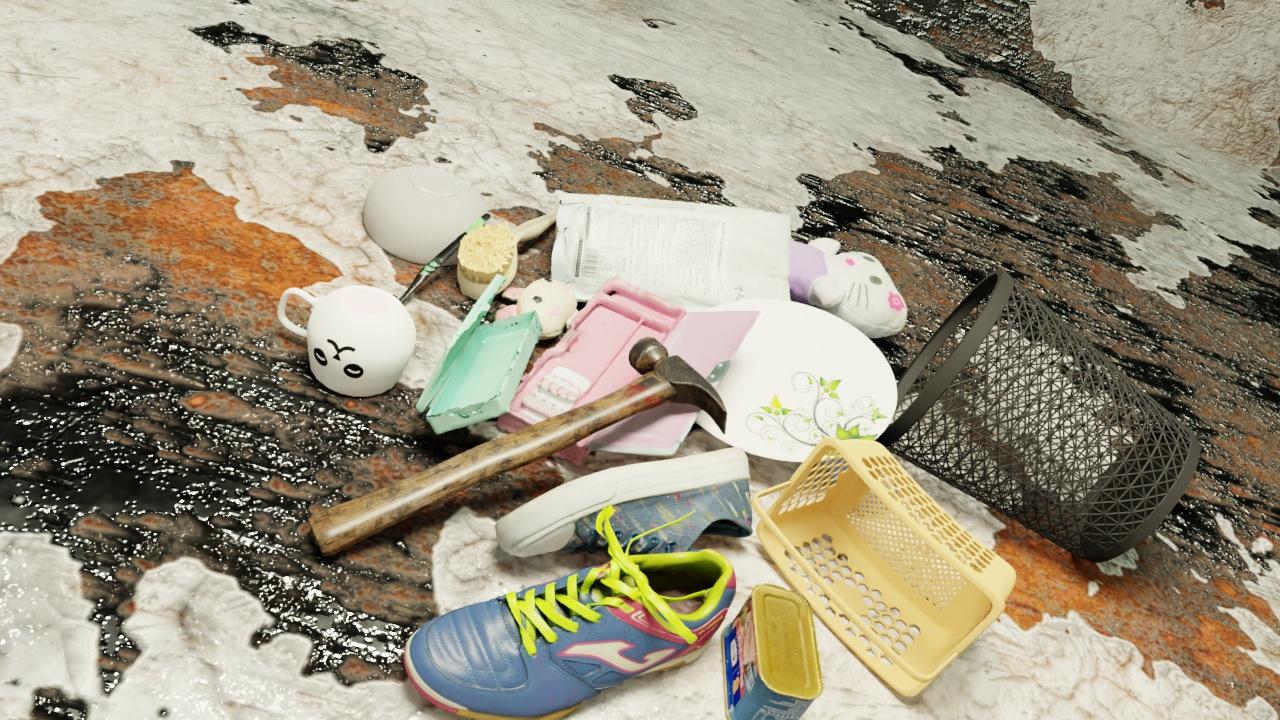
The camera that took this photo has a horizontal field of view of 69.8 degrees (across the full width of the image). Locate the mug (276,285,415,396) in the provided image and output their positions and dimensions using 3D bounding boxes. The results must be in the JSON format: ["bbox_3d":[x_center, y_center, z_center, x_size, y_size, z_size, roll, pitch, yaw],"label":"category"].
[{"bbox_3d":[-0.255,-0.027,0.789,0.124,0.076,0.090,24,35,1],"label":"mug"}]

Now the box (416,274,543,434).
[{"bbox_3d":[-0.146,-0.018,0.795,0.077,0.079,0.188,-17,22,13],"label":"box"}]

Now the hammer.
[{"bbox_3d":[-0.089,0.073,0.713,0.329,0.033,0.120,-23,41,-25],"label":"hammer"}]

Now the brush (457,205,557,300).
[{"bbox_3d":[-0.126,-0.141,1.026,0.062,0.078,0.271,35,31,2],"label":"brush"}]

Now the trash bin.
[{"bbox_3d":[0.399,0.065,0.931,0.243,0.218,0.216,36,37,7],"label":"trash bin"}]

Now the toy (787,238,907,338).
[{"bbox_3d":[0.222,-0.094,1.124,0.209,0.086,0.137,19,35,-15],"label":"toy"}]

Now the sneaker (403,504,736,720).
[{"bbox_3d":[-0.041,0.171,0.637,0.241,0.091,0.116,-4,46,-32],"label":"sneaker"}]

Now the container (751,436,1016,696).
[{"bbox_3d":[0.185,0.164,0.736,0.166,0.129,0.183,-8,48,-51],"label":"container"}]

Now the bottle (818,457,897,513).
[{"bbox_3d":[0.198,0.089,0.913,0.048,0.048,0.131,-7,45,-35],"label":"bottle"}]

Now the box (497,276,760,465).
[{"bbox_3d":[-0.004,0.012,0.861,0.180,0.055,0.232,15,40,22],"label":"box"}]

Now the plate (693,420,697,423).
[{"bbox_3d":[0.035,0.011,0.948,0.172,0.019,0.172,15,36,-11],"label":"plate"}]

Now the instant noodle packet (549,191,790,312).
[{"bbox_3d":[0.036,-0.114,1.024,0.269,0.057,0.146,7,70,-6],"label":"instant noodle packet"}]

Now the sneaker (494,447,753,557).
[{"bbox_3d":[0.001,0.128,0.732,0.235,0.088,0.079,-9,71,-33],"label":"sneaker"}]

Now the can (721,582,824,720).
[{"bbox_3d":[0.096,0.220,0.677,0.054,0.059,0.099,16,35,-10],"label":"can"}]

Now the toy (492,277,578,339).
[{"bbox_3d":[-0.094,-0.050,0.937,0.112,0.050,0.087,16,35,5],"label":"toy"}]

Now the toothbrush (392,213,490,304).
[{"bbox_3d":[-0.205,-0.099,0.921,0.014,0.017,0.187,25,51,14],"label":"toothbrush"}]

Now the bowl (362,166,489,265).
[{"bbox_3d":[-0.228,-0.166,0.993,0.131,0.065,0.131,15,36,-11],"label":"bowl"}]

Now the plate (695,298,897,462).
[{"bbox_3d":[0.141,0.022,0.927,0.229,0.030,0.228,3,44,-3],"label":"plate"}]
